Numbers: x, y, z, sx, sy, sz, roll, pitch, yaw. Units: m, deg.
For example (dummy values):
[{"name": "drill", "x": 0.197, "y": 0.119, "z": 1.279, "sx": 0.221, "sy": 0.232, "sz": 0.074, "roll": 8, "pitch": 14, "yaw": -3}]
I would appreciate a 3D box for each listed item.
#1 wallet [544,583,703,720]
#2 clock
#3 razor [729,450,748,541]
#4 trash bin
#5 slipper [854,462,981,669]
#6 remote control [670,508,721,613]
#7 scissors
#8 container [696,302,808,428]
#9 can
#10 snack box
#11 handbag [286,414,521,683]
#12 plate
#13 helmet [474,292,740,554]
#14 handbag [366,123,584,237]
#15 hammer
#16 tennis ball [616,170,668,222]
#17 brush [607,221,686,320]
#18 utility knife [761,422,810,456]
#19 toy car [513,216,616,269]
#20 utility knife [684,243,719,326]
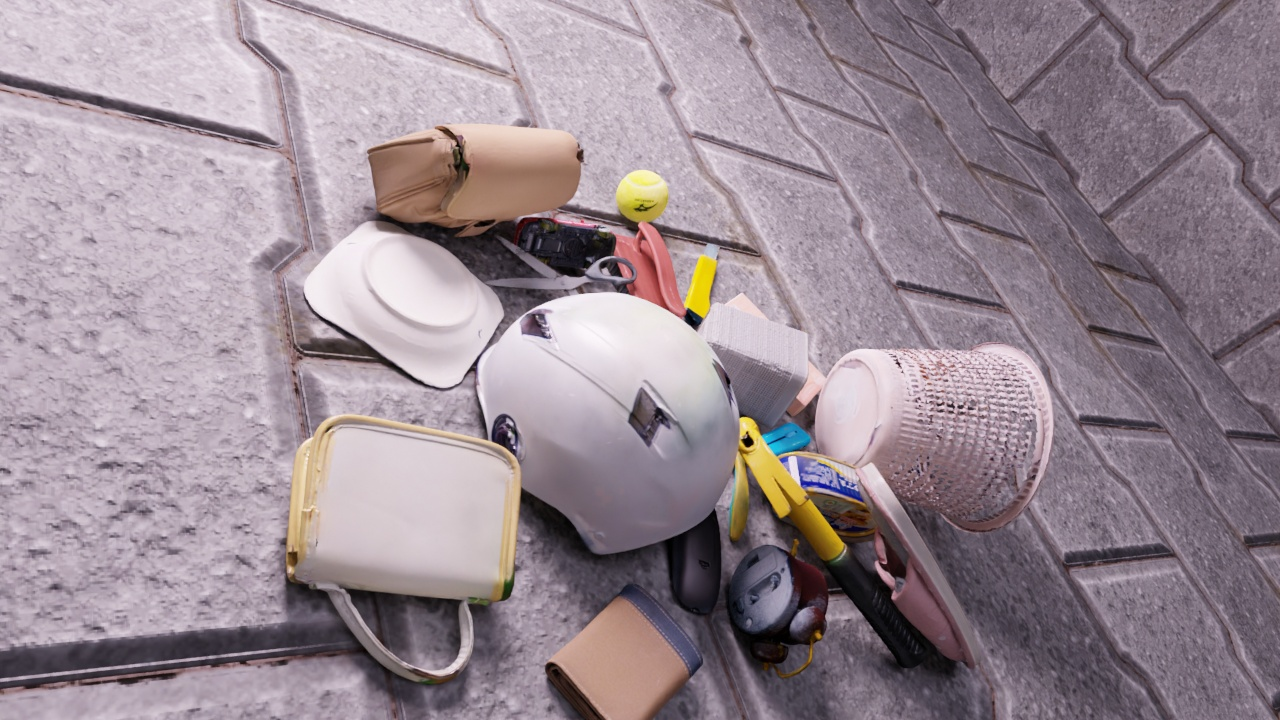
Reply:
[{"name": "wallet", "x": -0.010, "y": 0.239, "z": 0.723, "sx": 0.090, "sy": 0.033, "sz": 0.115, "roll": 46, "pitch": 38, "yaw": 10}, {"name": "clock", "x": 0.126, "y": 0.223, "z": 0.822, "sx": 0.055, "sy": 0.082, "sz": 0.121, "roll": 27, "pitch": 36, "yaw": -29}, {"name": "razor", "x": 0.097, "y": 0.126, "z": 0.940, "sx": 0.043, "sy": 0.028, "sz": 0.132, "roll": 29, "pitch": 40, "yaw": -23}, {"name": "trash bin", "x": 0.319, "y": 0.075, "z": 1.057, "sx": 0.192, "sy": 0.228, "sz": 0.227, "roll": 10, "pitch": 46, "yaw": -18}, {"name": "slipper", "x": 0.271, "y": 0.216, "z": 0.922, "sx": 0.274, "sy": 0.054, "sz": 0.114, "roll": 57, "pitch": 8, "yaw": -27}, {"name": "remote control", "x": 0.053, "y": 0.170, "z": 0.855, "sx": 0.053, "sy": 0.024, "sz": 0.136, "roll": 25, "pitch": 40, "yaw": -21}, {"name": "scissors", "x": -0.076, "y": -0.078, "z": 0.970, "sx": 0.178, "sy": 0.014, "sz": 0.159, "roll": -27, "pitch": 88, "yaw": -29}, {"name": "container", "x": 0.114, "y": 0.003, "z": 1.017, "sx": 0.114, "sy": 0.090, "sz": 0.090, "roll": 21, "pitch": 39, "yaw": -9}, {"name": "can", "x": 0.199, "y": 0.146, "z": 0.971, "sx": 0.148, "sy": 0.075, "sz": 0.049, "roll": 22, "pitch": 44, "yaw": -25}, {"name": "snack box", "x": 0.155, "y": -0.009, "z": 1.125, "sx": 0.157, "sy": 0.026, "sz": 0.084, "roll": 47, "pitch": 37, "yaw": 7}, {"name": "handbag", "x": -0.173, "y": 0.140, "z": 0.664, "sx": 0.163, "sy": 0.063, "sz": 0.178, "roll": 16, "pitch": 59, "yaw": -31}, {"name": "plate", "x": -0.207, "y": -0.065, "z": 0.846, "sx": 0.163, "sy": 0.034, "sz": 0.163, "roll": 34, "pitch": 38, "yaw": -10}, {"name": "helmet", "x": -0.016, "y": 0.028, "z": 0.821, "sx": 0.228, "sy": 0.146, "sz": 0.258, "roll": -18, "pitch": 62, "yaw": -46}, {"name": "handbag", "x": -0.161, "y": -0.181, "z": 0.918, "sx": 0.204, "sy": 0.148, "sz": 0.100, "roll": -15, "pitch": 95, "yaw": -47}, {"name": "hammer", "x": 0.185, "y": 0.185, "z": 0.881, "sx": 0.301, "sy": 0.033, "sz": 0.128, "roll": 52, "pitch": 5, "yaw": -16}, {"name": "tennis ball", "x": 0.002, "y": -0.205, "z": 1.149, "sx": 0.065, "sy": 0.066, "sz": 0.065, "roll": 24, "pitch": 40, "yaw": -23}, {"name": "brush", "x": 0.011, "y": -0.087, "z": 1.035, "sx": 0.063, "sy": 0.069, "sz": 0.145, "roll": 7, "pitch": 49, "yaw": -36}, {"name": "utility knife", "x": 0.145, "y": 0.092, "z": 0.998, "sx": 0.034, "sy": 0.018, "sz": 0.161, "roll": 48, "pitch": 26, "yaw": 17}, {"name": "toy car", "x": -0.083, "y": -0.131, "z": 1.008, "sx": 0.120, "sy": 0.053, "sz": 0.045, "roll": 5, "pitch": 25, "yaw": -34}, {"name": "utility knife", "x": 0.079, "y": -0.099, "z": 1.155, "sx": 0.033, "sy": 0.015, "sz": 0.191, "roll": 37, "pitch": 36, "yaw": -13}]
